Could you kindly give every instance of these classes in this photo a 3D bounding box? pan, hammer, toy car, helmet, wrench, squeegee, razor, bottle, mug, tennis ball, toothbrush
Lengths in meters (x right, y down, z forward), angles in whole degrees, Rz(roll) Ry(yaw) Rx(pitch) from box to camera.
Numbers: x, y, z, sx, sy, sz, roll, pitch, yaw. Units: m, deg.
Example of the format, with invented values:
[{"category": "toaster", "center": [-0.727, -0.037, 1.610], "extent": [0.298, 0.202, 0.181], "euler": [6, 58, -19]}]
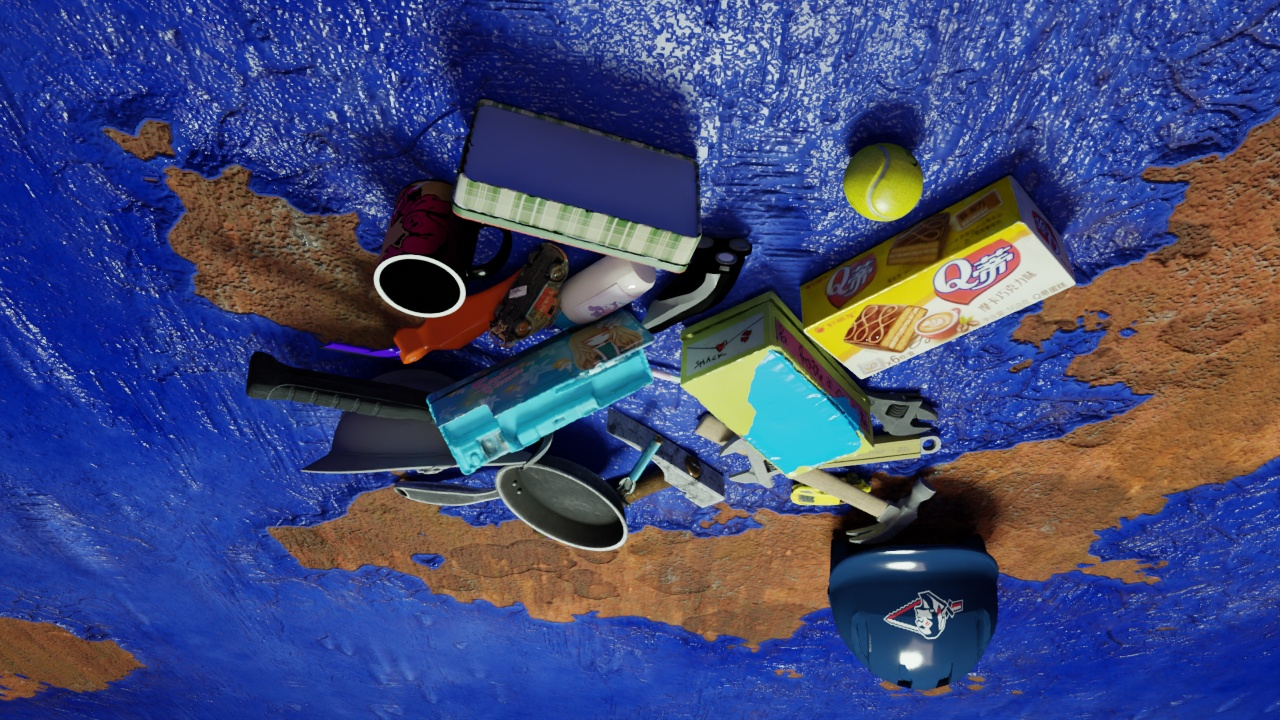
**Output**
[{"category": "pan", "center": [-0.177, 0.181, 1.225], "extent": [0.357, 0.055, 0.187], "euler": [6, 139, 26]}, {"category": "hammer", "center": [-0.065, 0.174, 1.247], "extent": [0.301, 0.037, 0.217], "euler": [-27, 133, 34]}, {"category": "hammer", "center": [0.216, 0.146, 1.171], "extent": [0.331, 0.030, 0.120], "euler": [25, 114, -19]}, {"category": "toy car", "center": [-0.103, -0.059, 0.905], "extent": [0.047, 0.047, 0.112], "euler": [29, 95, -50]}, {"category": "helmet", "center": [-0.253, 0.070, 1.069], "extent": [0.270, 0.117, 0.184], "euler": [-1, 176, -24]}, {"category": "wrench", "center": [0.229, 0.034, 1.062], "extent": [0.273, 0.018, 0.073], "euler": [20, 139, -18]}, {"category": "squeegee", "center": [-0.192, -0.039, 0.932], "extent": [0.185, 0.055, 0.249], "euler": [-31, 176, 1]}, {"category": "razor", "center": [0.050, -0.068, 0.919], "extent": [0.060, 0.057, 0.157], "euler": [42, 136, 3]}, {"category": "helmet", "center": [0.378, 0.332, 1.270], "extent": [0.232, 0.222, 0.273], "euler": [-4, 136, 9]}, {"category": "bottle", "center": [-0.052, -0.065, 0.926], "extent": [0.147, 0.051, 0.051], "euler": [-26, 133, 33]}, {"category": "hammer", "center": [-0.243, 0.047, 0.980], "extent": [0.332, 0.117, 0.025], "euler": [12, 143, -29]}, {"category": "toy car", "center": [0.255, 0.175, 1.230], "extent": [0.107, 0.030, 0.049], "euler": [-5, 140, 8]}, {"category": "wrench", "center": [0.235, 0.112, 1.132], "extent": [0.273, 0.018, 0.084], "euler": [-7, 119, 1]}, {"category": "razor", "center": [-0.003, 0.134, 1.143], "extent": [0.042, 0.022, 0.144], "euler": [42, 137, 10]}, {"category": "mug", "center": [-0.177, -0.104, 0.846], "extent": [0.118, 0.098, 0.082], "euler": [-2, 142, 7]}, {"category": "tennis ball", "center": [0.207, -0.152, 0.784], "extent": [0.065, 0.065, 0.065], "euler": [2, 142, 1]}, {"category": "toothbrush", "center": [-0.006, 0.006, 1.044], "extent": [0.154, 0.015, 0.022], "euler": [16, 110, -15]}]

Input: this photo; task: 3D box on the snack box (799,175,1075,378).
[{"category": "snack box", "center": [0.278, -0.073, 0.885], "extent": [0.231, 0.061, 0.110], "euler": [-28, 132, 34]}]

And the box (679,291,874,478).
[{"category": "box", "center": [0.152, 0.034, 1.002], "extent": [0.125, 0.080, 0.221], "euler": [-26, 133, 32]}]

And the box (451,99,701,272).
[{"category": "box", "center": [-0.050, -0.145, 0.773], "extent": [0.205, 0.117, 0.050], "euler": [11, 139, -13]}]

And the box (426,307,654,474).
[{"category": "box", "center": [-0.089, 0.041, 0.924], "extent": [0.226, 0.121, 0.098], "euler": [-26, 115, -10]}]
